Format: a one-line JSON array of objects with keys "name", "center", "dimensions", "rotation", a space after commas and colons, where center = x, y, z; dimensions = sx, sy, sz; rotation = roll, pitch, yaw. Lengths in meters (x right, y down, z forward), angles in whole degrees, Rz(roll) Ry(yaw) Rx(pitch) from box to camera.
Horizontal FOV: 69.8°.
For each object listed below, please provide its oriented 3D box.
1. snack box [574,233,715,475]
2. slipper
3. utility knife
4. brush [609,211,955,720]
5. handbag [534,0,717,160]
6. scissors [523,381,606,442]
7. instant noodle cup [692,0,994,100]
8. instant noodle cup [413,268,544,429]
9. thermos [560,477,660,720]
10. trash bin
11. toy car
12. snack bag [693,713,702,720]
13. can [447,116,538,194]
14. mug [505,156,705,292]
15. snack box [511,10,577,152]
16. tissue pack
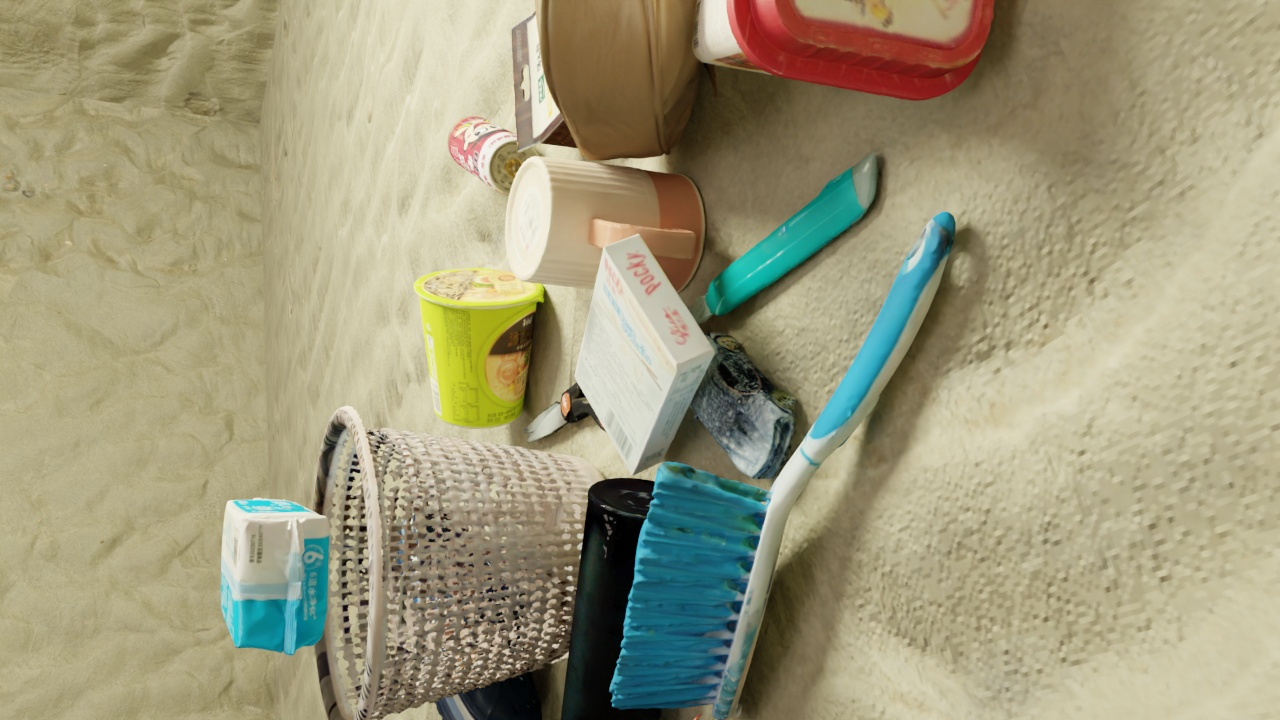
[{"name": "snack box", "center": [-0.003, 0.003, 0.557], "dimensions": [0.084, 0.026, 0.157], "rotation": [59, 157, 20]}, {"name": "slipper", "center": [-0.137, 0.223, 0.803], "dimensions": [0.095, 0.105, 0.252], "rotation": [-44, 52, 14]}, {"name": "utility knife", "center": [0.063, -0.050, 0.526], "dimensions": [0.220, 0.013, 0.029], "rotation": [-36, 59, 53]}, {"name": "brush", "center": [0.059, 0.065, 0.466], "dimensions": [0.060, 0.109, 0.315], "rotation": [-61, -17, -63]}, {"name": "handbag", "center": [-0.006, -0.197, 0.534], "dimensions": [0.204, 0.100, 0.148], "rotation": [-48, -43, -87]}, {"name": "scissors", "center": [-0.049, 0.046, 0.717], "dimensions": [0.236, 0.021, 0.139], "rotation": [-58, 41, 42]}, {"name": "instant noodle cup", "center": [0.081, -0.176, 0.409], "dimensions": [0.124, 0.116, 0.117], "rotation": [-150, 66, -71]}, {"name": "instant noodle cup", "center": [-0.143, -0.009, 0.820], "dimensions": [0.112, 0.111, 0.123], "rotation": [39, 131, 56]}, {"name": "thermos", "center": [-0.021, 0.199, 0.609], "dimensions": [0.090, 0.068, 0.243], "rotation": [-142, 59, -65]}, {"name": "trash bin", "center": [-0.127, 0.148, 0.674], "dimensions": [0.228, 0.191, 0.227], "rotation": [-7, 82, 61]}, {"name": "toy car", "center": [0.052, 0.023, 0.524], "dimensions": [0.105, 0.031, 0.049], "rotation": [53, 132, 51]}, {"name": "snack bag", "center": [0.018, 0.262, 0.570], "dimensions": [0.045, 0.026, 0.105], "rotation": [-72, 1, -55]}, {"name": "can", "center": [-0.140, -0.195, 0.867], "dimensions": [0.133, 0.053, 0.053], "rotation": [40, 123, 55]}, {"name": "mug", "center": [-0.018, -0.082, 0.579], "dimensions": [0.114, 0.105, 0.082], "rotation": [31, 116, 59]}, {"name": "snack box", "center": [-0.052, -0.232, 0.707], "dimensions": [0.126, 0.053, 0.113], "rotation": [-22, 69, 60]}, {"name": "tissue pack", "center": [-0.259, 0.148, 0.652], "dimensions": [0.140, 0.063, 0.090], "rotation": [-4, 83, 60]}]
